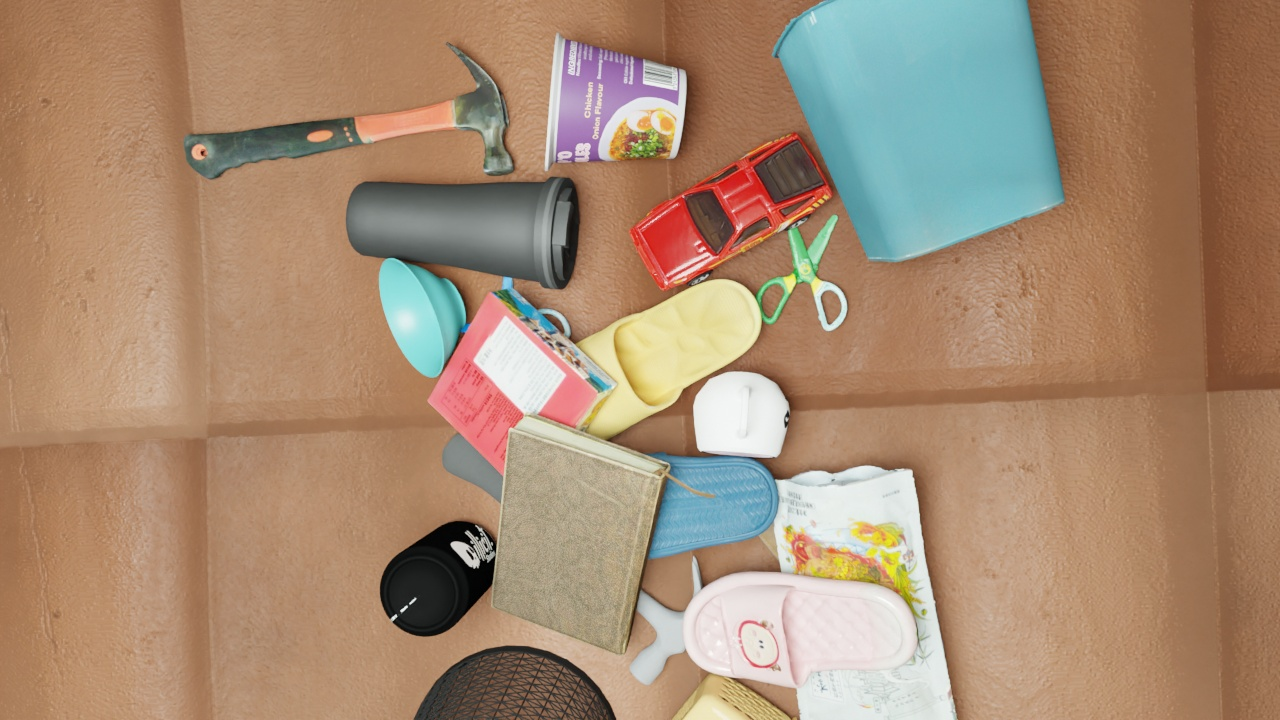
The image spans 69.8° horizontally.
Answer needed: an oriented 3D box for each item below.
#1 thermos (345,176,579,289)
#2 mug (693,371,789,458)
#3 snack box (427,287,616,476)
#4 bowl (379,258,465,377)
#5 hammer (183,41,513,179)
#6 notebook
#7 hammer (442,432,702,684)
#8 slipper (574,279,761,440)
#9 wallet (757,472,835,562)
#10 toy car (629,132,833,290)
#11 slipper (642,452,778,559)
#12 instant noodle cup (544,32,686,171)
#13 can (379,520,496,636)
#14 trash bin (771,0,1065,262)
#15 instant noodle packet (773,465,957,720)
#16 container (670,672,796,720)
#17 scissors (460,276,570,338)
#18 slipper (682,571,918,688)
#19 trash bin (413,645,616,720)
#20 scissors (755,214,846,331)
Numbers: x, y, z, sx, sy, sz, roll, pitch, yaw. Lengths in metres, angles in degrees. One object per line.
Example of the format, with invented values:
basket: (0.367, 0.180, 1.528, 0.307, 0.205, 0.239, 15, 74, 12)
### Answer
thermos: (-0.166, -0.129, 0.883, 0.219, 0.105, 0.106, 6, 91, 9)
mug: (0.094, 0.048, 0.850, 0.090, 0.124, 0.076, 4, 81, 4)
snack box: (-0.116, 0.031, 0.870, 0.145, 0.040, 0.143, 42, 117, 14)
bowl: (-0.205, -0.048, 0.897, 0.046, 0.121, 0.121, -25, 89, -33)
hammer: (-0.299, -0.230, 0.924, 0.333, 0.033, 0.133, -8, 92, 5)
notebook: (-0.042, 0.167, 0.839, 0.190, 0.034, 0.216, 17, 117, 14)
hammer: (-0.069, 0.177, 0.913, 0.311, 0.029, 0.125, 39, 94, 3)
slipper: (-0.005, 0.005, 0.881, 0.263, 0.078, 0.099, -29, 86, 6)
wallet: (0.186, 0.183, 0.894, 0.099, 0.027, 0.121, -41, 88, 7)
toy car: (0.085, -0.141, 0.880, 0.189, 0.056, 0.081, -30, 81, 7)
slipper: (0.024, 0.136, 0.872, 0.214, 0.059, 0.104, -3, 91, 10)
instant noodle cup: (-0.023, -0.232, 0.862, 0.122, 0.122, 0.136, 5, 64, -5)
can: (-0.184, 0.201, 0.863, 0.080, 0.146, 0.080, 0, 91, 4)
trash bin: (0.248, -0.215, 0.807, 0.196, 0.199, 0.218, -20, 96, 5)
instant noodle packet: (0.203, 0.235, 0.856, 0.147, 0.057, 0.269, -8, 97, 20)
container: (0.081, 0.412, 0.855, 0.167, 0.129, 0.183, 38, 93, 10)
scissors: (-0.131, -0.026, 0.921, 0.130, 0.013, 0.125, -2, 90, 5)
slipper: (0.138, 0.245, 0.835, 0.222, 0.055, 0.107, -10, 99, 27)
trash bin: (-0.135, 0.400, 0.814, 0.217, 0.243, 0.217, 0, 91, 4)
scissors: (0.169, -0.085, 0.896, 0.117, 0.012, 0.130, 31, 92, 7)
